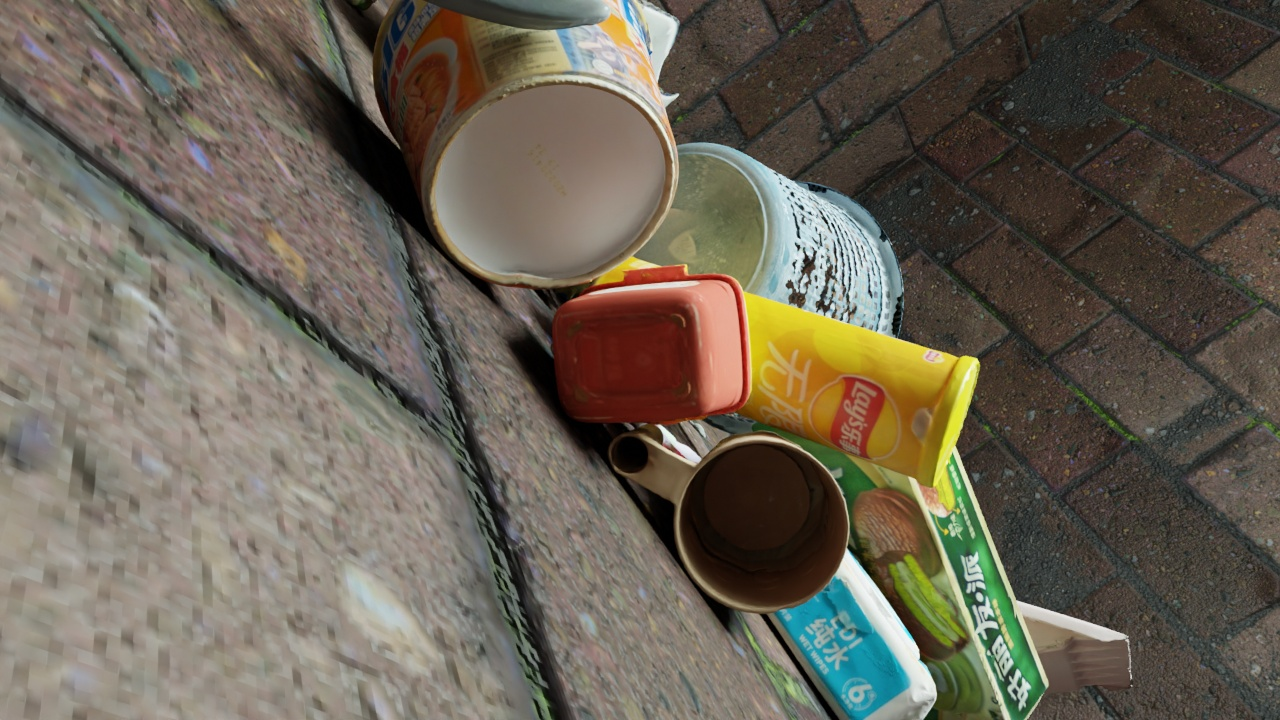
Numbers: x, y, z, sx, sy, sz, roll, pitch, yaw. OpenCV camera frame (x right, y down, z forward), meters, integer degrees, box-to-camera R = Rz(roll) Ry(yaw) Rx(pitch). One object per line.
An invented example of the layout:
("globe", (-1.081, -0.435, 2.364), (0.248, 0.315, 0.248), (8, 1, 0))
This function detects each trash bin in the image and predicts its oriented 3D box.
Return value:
("trash bin", (0.067, -0.063, 0.707), (0.226, 0.227, 0.195), (56, 17, 26))

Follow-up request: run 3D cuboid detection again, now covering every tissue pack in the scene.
("tissue pack", (0.128, 0.168, 0.575), (0.140, 0.063, 0.090), (55, 5, 16))

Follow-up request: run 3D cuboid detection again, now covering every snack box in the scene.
("snack box", (0.004, -0.006, 0.456), (0.080, 0.091, 0.082), (-17, 102, -73))
("snack box", (0.176, 0.131, 0.627), (0.115, 0.063, 0.240), (-16, -82, 51))

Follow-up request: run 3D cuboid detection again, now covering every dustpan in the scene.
("dustpan", (0.288, 0.224, 0.832), (0.222, 0.274, 0.138), (50, 32, -53))

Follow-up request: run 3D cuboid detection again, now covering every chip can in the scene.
("chip can", (0.073, 0.001, 0.516), (0.213, 0.072, 0.072), (20, -9, 25))

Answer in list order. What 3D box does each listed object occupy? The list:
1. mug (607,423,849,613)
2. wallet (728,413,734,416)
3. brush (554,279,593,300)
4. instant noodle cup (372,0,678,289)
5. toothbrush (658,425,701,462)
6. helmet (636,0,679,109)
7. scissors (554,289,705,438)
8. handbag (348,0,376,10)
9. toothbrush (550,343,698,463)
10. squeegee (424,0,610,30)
("mug", (0.045, 0.071, 0.491), (0.124, 0.084, 0.103), (27, 3, 6))
("wallet", (0.053, 0.013, 1.047), (0.130, 0.035, 0.119), (55, 13, 20))
("brush", (-0.071, -0.102, 0.605), (0.144, 0.055, 0.073), (48, 6, -15))
("instant noodle cup", (-0.053, -0.115, 0.459), (0.151, 0.151, 0.111), (47, 18, -46))
("toothbrush", (0.039, 0.071, 0.654), (0.029, 0.021, 0.189), (25, -15, 41))
("helmet", (-0.095, -0.239, 0.734), (0.230, 0.157, 0.274), (40, -3, -6))
("scissors", (-0.014, -0.007, 0.626), (0.157, 0.012, 0.165), (47, -2, -3))
("handbag", (-0.256, -0.351, 0.680), (0.163, 0.063, 0.179), (-64, 132, -83))
("toothbrush", (-0.002, 0.037, 0.559), (0.017, 0.016, 0.187), (20, -17, 41))
("squeegee", (-0.132, -0.176, 0.366), (0.249, 0.040, 0.247), (20, 14, -11))
